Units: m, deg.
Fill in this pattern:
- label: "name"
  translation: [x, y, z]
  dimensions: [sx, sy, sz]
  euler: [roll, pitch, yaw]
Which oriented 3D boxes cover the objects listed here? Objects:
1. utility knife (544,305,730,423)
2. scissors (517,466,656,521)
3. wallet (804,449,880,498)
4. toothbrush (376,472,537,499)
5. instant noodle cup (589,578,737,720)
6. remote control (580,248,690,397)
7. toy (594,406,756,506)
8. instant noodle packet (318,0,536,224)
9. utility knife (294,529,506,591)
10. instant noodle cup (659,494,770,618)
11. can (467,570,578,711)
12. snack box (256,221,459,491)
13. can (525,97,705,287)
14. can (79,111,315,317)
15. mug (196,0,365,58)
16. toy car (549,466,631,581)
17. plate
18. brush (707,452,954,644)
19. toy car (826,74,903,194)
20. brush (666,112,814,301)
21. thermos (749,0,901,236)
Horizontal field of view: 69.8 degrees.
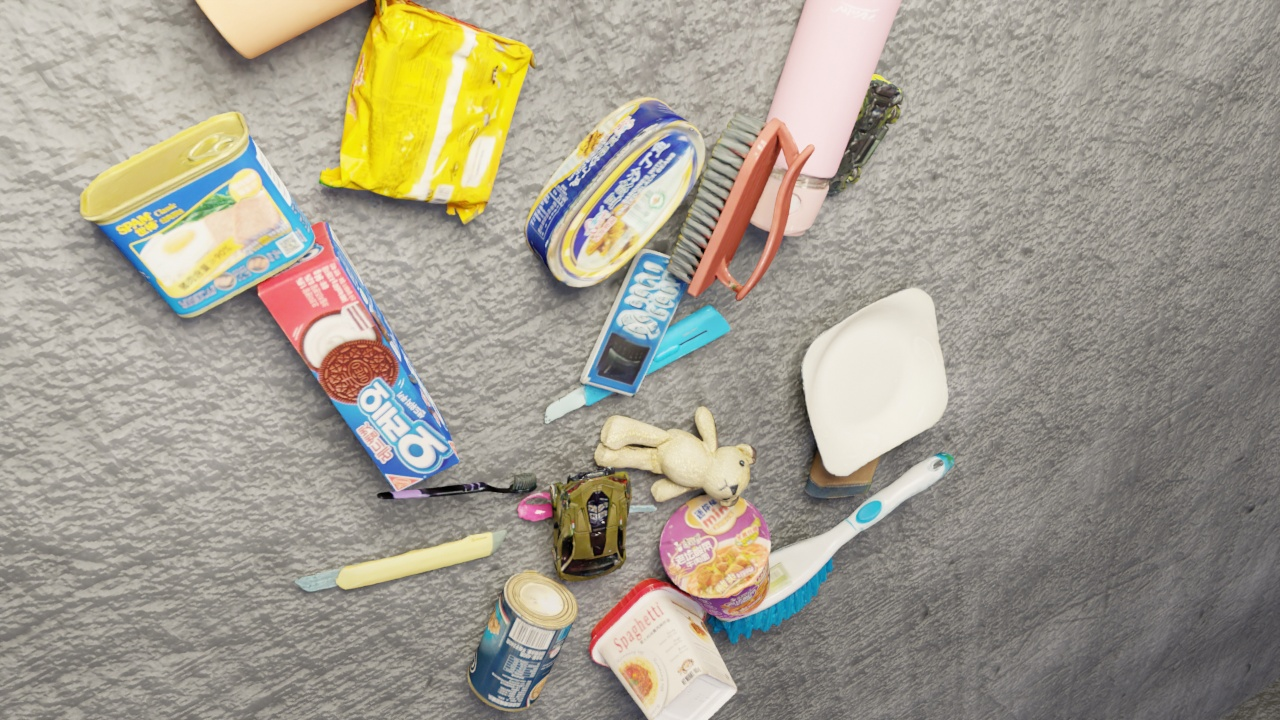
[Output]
- label: "utility knife"
  translation: [-0.005, 0.005, 0.792]
  dimensions: [0.182, 0.018, 0.034]
  euler: [-29, 133, -7]
- label: "scissors"
  translation: [-0.049, 0.143, 0.853]
  dimensions: [0.133, 0.017, 0.134]
  euler: [1, 132, -16]
- label: "wallet"
  translation: [0.228, 0.092, 0.983]
  dimensions: [0.090, 0.033, 0.115]
  euler: [-4, 120, -27]
- label: "toothbrush"
  translation: [-0.141, 0.102, 0.743]
  dimensions: [0.188, 0.014, 0.017]
  euler: [8, 106, -59]
- label: "instant noodle cup"
  translation: [0.028, 0.314, 0.960]
  dimensions: [0.116, 0.124, 0.116]
  euler: [-45, 133, 5]
- label: "remote control"
  translation: [-0.004, -0.030, 0.754]
  dimensions: [0.049, 0.024, 0.125]
  euler: [18, 107, -24]
- label: "toy"
  translation: [0.032, 0.091, 0.844]
  dimensions: [0.157, 0.066, 0.105]
  euler: [17, 106, -20]
- label: "instant noodle packet"
  translation: [-0.134, -0.155, 0.583]
  dimensions: [0.110, 0.044, 0.129]
  euler: [7, 120, -36]
- label: "utility knife"
  translation: [-0.203, 0.177, 0.797]
  dimensions: [0.183, 0.019, 0.031]
  euler: [-11, 123, -31]
- label: "instant noodle cup"
  translation: [0.083, 0.207, 0.935]
  dimensions: [0.111, 0.111, 0.099]
  euler: [-31, 141, -8]
- label: "can"
  translation: [-0.112, 0.267, 0.877]
  dimensions: [0.075, 0.075, 0.111]
  euler: [8, 117, -35]
- label: "snack box"
  translation: [-0.195, 0.005, 0.653]
  dimensions: [0.058, 0.057, 0.208]
  euler: [-27, 132, -8]
- label: "can"
  translation: [-0.019, -0.121, 0.671]
  dimensions: [0.148, 0.049, 0.074]
  euler: [-47, 132, 7]
- label: "can"
  translation: [-0.261, -0.086, 0.550]
  dimensions: [0.102, 0.057, 0.083]
  euler: [-30, 135, -8]
- label: "mug"
  translation: [-0.178, -0.220, 0.492]
  dimensions: [0.123, 0.078, 0.078]
  euler: [-33, 133, -1]
- label: "toy car"
  translation: [-0.044, 0.153, 0.827]
  dimensions: [0.070, 0.042, 0.158]
  euler: [-9, 134, -13]
- label: "plate"
  translation: [0.227, 0.018, 0.908]
  dimensions: [0.164, 0.034, 0.164]
  euler: [-26, 117, -16]
- label: "brush"
  translation: [0.210, 0.206, 1.014]
  dimensions: [0.314, 0.060, 0.109]
  euler: [-29, 147, -8]
- label: "toy car"
  translation: [0.170, -0.184, 0.750]
  dimensions: [0.048, 0.032, 0.105]
  euler: [3, 132, -32]
- label: "brush"
  translation: [0.078, -0.113, 0.683]
  dimensions: [0.063, 0.069, 0.146]
  euler: [-44, 161, -48]
- label: "thermos"
  translation: [0.124, -0.196, 0.698]
  dimensions: [0.087, 0.067, 0.199]
  euler: [17, 118, -3]
